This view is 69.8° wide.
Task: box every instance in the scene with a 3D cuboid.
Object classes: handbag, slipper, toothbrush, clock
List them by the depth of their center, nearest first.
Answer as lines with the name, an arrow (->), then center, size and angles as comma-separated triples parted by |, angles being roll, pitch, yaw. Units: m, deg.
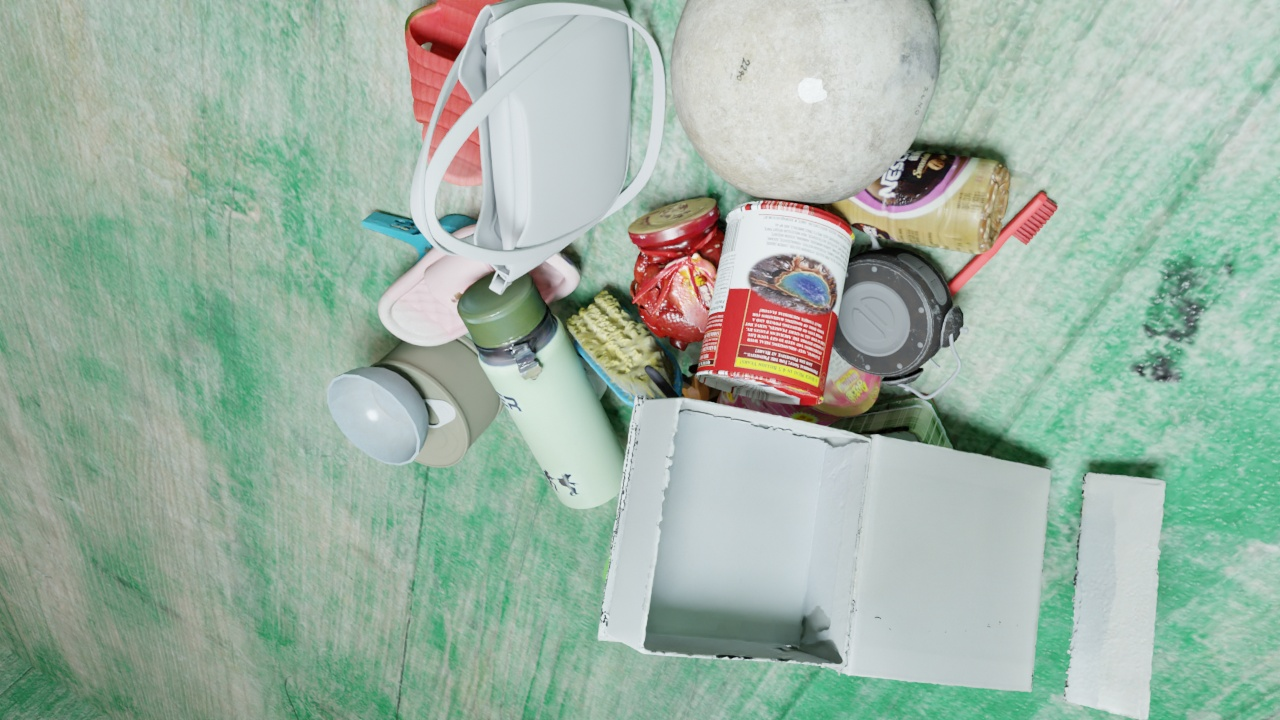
handbag -> -0.073, -0.133, 0.615 | 0.096, 0.221, 0.216 | 18, 131, 19
clock -> 0.180, -0.032, 0.655 | 0.123, 0.043, 0.091 | 48, 134, 15
toothbrush -> 0.219, -0.039, 0.659 | 0.018, 0.012, 0.213 | 36, 134, 1
slipper -> -0.128, -0.231, 0.686 | 0.103, 0.058, 0.249 | 28, 132, 10
slipper -> -0.152, -0.059, 0.812 | 0.222, 0.055, 0.106 | -19, 137, 36

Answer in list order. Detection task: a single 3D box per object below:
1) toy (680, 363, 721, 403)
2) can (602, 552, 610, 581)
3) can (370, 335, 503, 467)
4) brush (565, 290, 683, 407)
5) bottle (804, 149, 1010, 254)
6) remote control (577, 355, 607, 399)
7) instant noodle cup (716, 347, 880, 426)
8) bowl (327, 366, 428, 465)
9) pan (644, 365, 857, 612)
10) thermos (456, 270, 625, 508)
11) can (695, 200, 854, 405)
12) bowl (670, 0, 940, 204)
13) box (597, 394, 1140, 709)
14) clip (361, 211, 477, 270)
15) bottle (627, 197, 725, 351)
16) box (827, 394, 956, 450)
toy -> 0.050, 0.035, 0.784 | 0.076, 0.062, 0.100 | -15, 138, -2
can -> 0.042, 0.216, 0.910 | 0.144, 0.082, 0.083 | 24, 132, 13
can -> -0.209, 0.036, 0.927 | 0.128, 0.073, 0.128 | 16, 130, 20
brush -> -0.004, 0.004, 0.752 | 0.136, 0.055, 0.075 | 46, 173, 50
bottle -> 0.154, -0.113, 0.611 | 0.166, 0.059, 0.060 | 15, 130, 29
remote control -> -0.080, 0.040, 0.885 | 0.060, 0.028, 0.115 | 40, 132, -5
instant noodle cup -> 0.115, 0.023, 0.718 | 0.097, 0.097, 0.109 | 39, 141, -1
bowl -> -0.244, 0.047, 0.876 | 0.106, 0.039, 0.106 | 16, 130, 20
pan -> 0.097, 0.109, 0.738 | 0.199, 0.021, 0.356 | 27, 162, 49
thermos -> -0.080, 0.028, 0.789 | 0.082, 0.082, 0.231 | 2, 134, 29
can -> 0.090, -0.037, 0.615 | 0.086, 0.116, 0.087 | 12, 171, 2
bowl -> 0.080, -0.177, 0.557 | 0.179, 0.081, 0.179 | 17, 118, 35
box -> 0.163, 0.135, 0.636 | 0.368, 0.166, 0.099 | 11, 172, -18
clip -> -0.196, -0.114, 0.839 | 0.120, 0.026, 0.102 | -1, 130, 29
bottle -> 0.039, -0.057, 0.691 | 0.099, 0.098, 0.111 | -4, 117, 33
box -> 0.220, 0.127, 0.762 | 0.118, 0.050, 0.205 | -15, 114, 40
